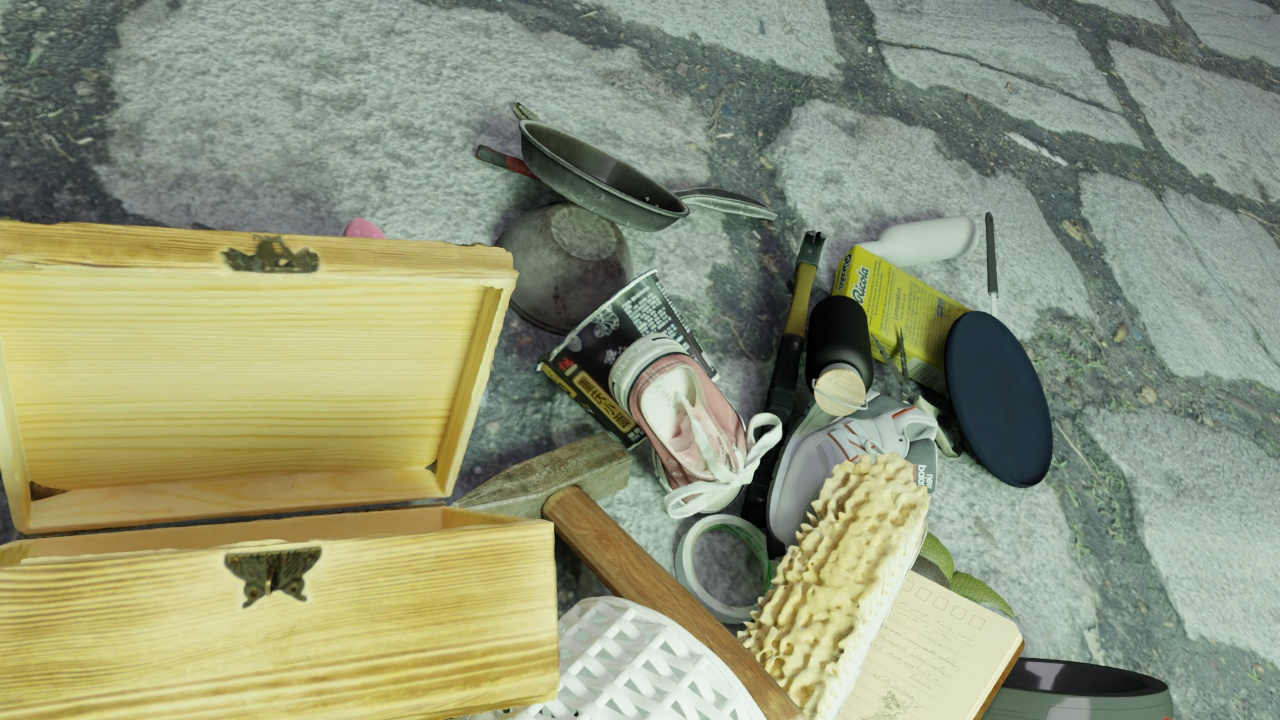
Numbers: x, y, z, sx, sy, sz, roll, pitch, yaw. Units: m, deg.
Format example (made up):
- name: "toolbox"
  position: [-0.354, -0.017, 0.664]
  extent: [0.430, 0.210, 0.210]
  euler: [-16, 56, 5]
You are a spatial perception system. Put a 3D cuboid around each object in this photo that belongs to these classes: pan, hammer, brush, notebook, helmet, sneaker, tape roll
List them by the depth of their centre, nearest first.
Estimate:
- name: "hammer"
  position: [-0.002, 0.167, 0.660]
  extent: [0.157, 0.037, 0.301]
  euler: [-19, 41, -35]
- name: "notebook"
  position: [0.148, 0.245, 0.670]
  extent: [0.167, 0.024, 0.225]
  euler: [25, 61, 40]
- name: "brush"
  position: [0.132, 0.186, 0.674]
  extent: [0.083, 0.057, 0.270]
  euler: [20, 59, 34]
- name: "helmet"
  position: [0.288, 0.323, 0.688]
  extent: [0.264, 0.164, 0.169]
  euler: [7, 82, -24]
- name: "sneaker"
  position: [0.052, 0.069, 0.717]
  extent: [0.118, 0.241, 0.088]
  euler: [-43, 55, -6]
- name: "tape roll"
  position: [0.075, 0.177, 0.784]
  extent: [0.093, 0.018, 0.093]
  euler: [13, 52, -17]
- name: "sneaker"
  position: [0.199, 0.095, 0.817]
  extent: [0.124, 0.089, 0.239]
  euler: [7, 34, 24]
- name: "hammer"
  position: [0.143, 0.005, 0.895]
  extent: [0.025, 0.118, 0.332]
  euler: [14, 55, 5]
- name: "pan"
  position: [0.023, -0.176, 0.962]
  extent: [0.356, 0.055, 0.187]
  euler: [10, 27, -45]
- name: "pan"
  position: [0.400, -0.026, 1.038]
  extent: [0.198, 0.021, 0.355]
  euler: [29, 55, -31]

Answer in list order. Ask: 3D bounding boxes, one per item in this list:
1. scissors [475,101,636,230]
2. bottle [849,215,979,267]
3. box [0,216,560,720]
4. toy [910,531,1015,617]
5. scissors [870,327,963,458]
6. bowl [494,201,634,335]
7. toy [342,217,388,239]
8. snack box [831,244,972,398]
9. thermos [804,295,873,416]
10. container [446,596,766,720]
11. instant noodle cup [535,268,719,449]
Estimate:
- name: "scissors"
  position: [-0.087, -0.211, 0.986]
  extent: [0.194, 0.015, 0.179]
  euler: [-5, 59, -30]
- name: "bottle"
  position: [0.331, -0.142, 1.121]
  extent: [0.194, 0.053, 0.052]
  euler: [-12, 63, -33]
- name: "box"
  position: [-0.224, 0.066, 0.541]
  extent: [0.278, 0.270, 0.263]
  euler: [-2, 83, -25]
- name: "toy"
  position: [0.211, 0.202, 0.791]
  extent: [0.179, 0.078, 0.152]
  euler: [31, 42, 30]
- name: "scissors"
  position: [0.285, 0.050, 0.960]
  extent: [0.157, 0.013, 0.168]
  euler: [36, 60, -19]
- name: "bowl"
  position: [-0.065, -0.101, 0.882]
  extent: [0.145, 0.067, 0.144]
  euler: [13, 52, -18]
- name: "toy"
  position: [-0.191, -0.012, 0.746]
  extent: [0.159, 0.084, 0.193]
  euler: [36, 41, -38]
- name: "snack box"
  position: [0.299, -0.040, 1.037]
  extent: [0.181, 0.045, 0.121]
  euler: [27, 52, -9]
- name: "thermos"
  position: [0.187, -0.003, 0.866]
  extent: [0.061, 0.061, 0.230]
  euler: [33, 22, -1]
- name: "container"
  position: [-0.040, 0.271, 0.545]
  extent: [0.189, 0.190, 0.186]
  euler: [46, 49, 10]
- name: "instant noodle cup"
  position: [-0.005, 0.005, 0.798]
  extent: [0.112, 0.138, 0.136]
  euler: [50, 50, 2]
